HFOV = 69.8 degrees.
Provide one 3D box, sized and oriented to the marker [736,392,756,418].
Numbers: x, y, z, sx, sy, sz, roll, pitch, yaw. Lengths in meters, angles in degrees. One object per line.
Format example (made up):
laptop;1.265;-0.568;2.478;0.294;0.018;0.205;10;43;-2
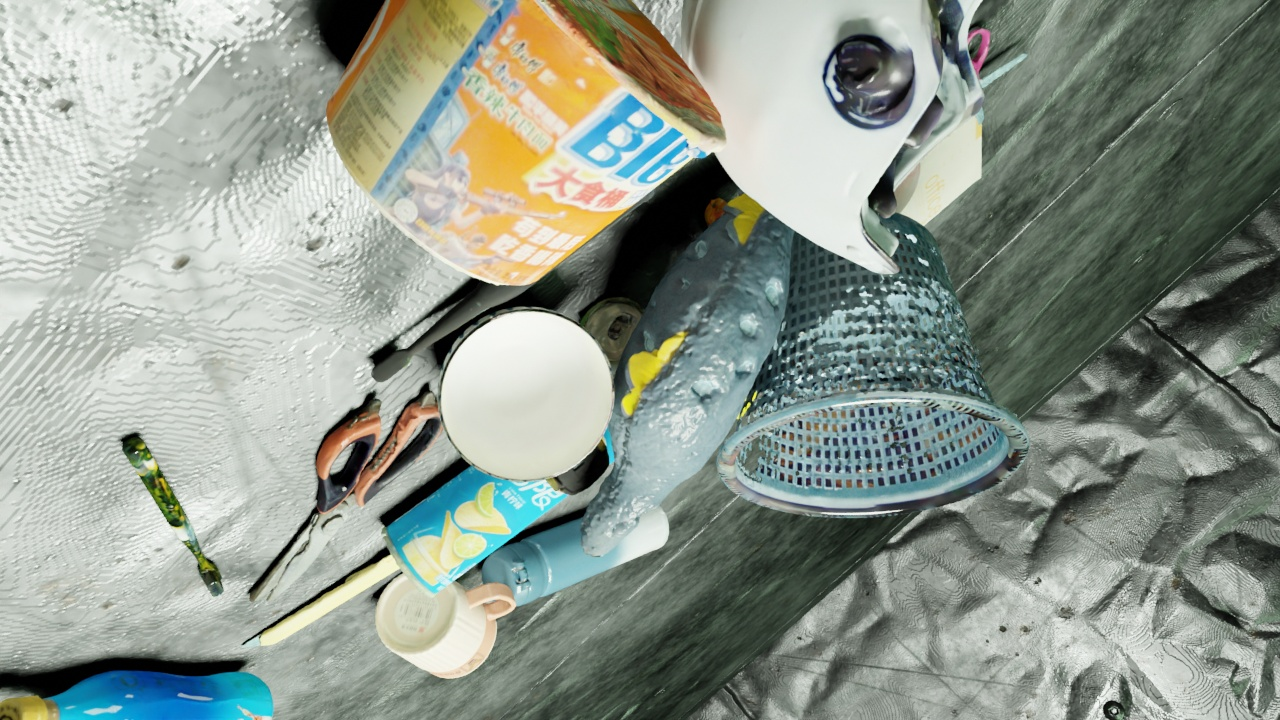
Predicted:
marker;0.132;0.015;0.999;0.018;0.015;0.124;-12;140;-46

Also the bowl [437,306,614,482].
bowl;-0.081;0.018;0.626;0.116;0.116;0.066;-37;-162;-6

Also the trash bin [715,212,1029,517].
trash bin;0.171;-0.003;0.732;0.226;0.194;0.227;1;150;0

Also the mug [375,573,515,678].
mug;-0.175;0.238;0.851;0.114;0.081;0.106;-22;151;-2

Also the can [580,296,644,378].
can;-0.004;0.004;0.741;0.058;0.058;0.147;-38;155;-4

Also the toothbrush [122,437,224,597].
toothbrush;-0.284;0.102;0.566;0.012;0.017;0.186;-20;149;-22

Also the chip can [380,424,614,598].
chip can;-0.103;0.102;0.748;0.210;0.071;0.071;-37;155;-8

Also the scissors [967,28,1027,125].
scissors;0.280;-0.231;0.791;0.136;0.017;0.133;-44;151;10

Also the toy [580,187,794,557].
toy;0.039;-0.004;0.649;0.356;0.091;0.137;-64;176;7

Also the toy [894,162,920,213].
toy;0.190;-0.142;0.762;0.121;0.054;0.160;-31;164;-17

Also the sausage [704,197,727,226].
sausage;0.075;-0.087;0.742;0.021;0.021;0.165;-40;155;-1

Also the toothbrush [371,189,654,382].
toothbrush;-0.082;-0.053;0.582;0.212;0.026;0.027;-37;-168;-3

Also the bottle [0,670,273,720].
bottle;-0.359;0.256;0.661;0.065;0.065;0.218;-40;154;1

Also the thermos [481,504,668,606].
thermos;-0.066;0.200;0.972;0.219;0.070;0.070;-12;143;-44

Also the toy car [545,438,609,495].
toy car;-0.072;0.049;0.692;0.056;0.037;0.122;-40;113;-8

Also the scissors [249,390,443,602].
scissors;-0.224;0.103;0.653;0.206;0.015;0.194;-32;155;-16

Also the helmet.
helmet;0.102;-0.187;0.457;0.228;0.146;0.259;-57;158;-32

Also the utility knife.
utility knife;-0.252;0.197;0.765;0.162;0.018;0.031;-34;150;-16

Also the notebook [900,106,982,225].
notebook;0.254;-0.148;0.901;0.206;0.010;0.146;-41;154;2

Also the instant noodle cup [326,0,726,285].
instant noodle cup;-0.053;-0.111;0.396;0.112;0.151;0.151;-41;156;23
